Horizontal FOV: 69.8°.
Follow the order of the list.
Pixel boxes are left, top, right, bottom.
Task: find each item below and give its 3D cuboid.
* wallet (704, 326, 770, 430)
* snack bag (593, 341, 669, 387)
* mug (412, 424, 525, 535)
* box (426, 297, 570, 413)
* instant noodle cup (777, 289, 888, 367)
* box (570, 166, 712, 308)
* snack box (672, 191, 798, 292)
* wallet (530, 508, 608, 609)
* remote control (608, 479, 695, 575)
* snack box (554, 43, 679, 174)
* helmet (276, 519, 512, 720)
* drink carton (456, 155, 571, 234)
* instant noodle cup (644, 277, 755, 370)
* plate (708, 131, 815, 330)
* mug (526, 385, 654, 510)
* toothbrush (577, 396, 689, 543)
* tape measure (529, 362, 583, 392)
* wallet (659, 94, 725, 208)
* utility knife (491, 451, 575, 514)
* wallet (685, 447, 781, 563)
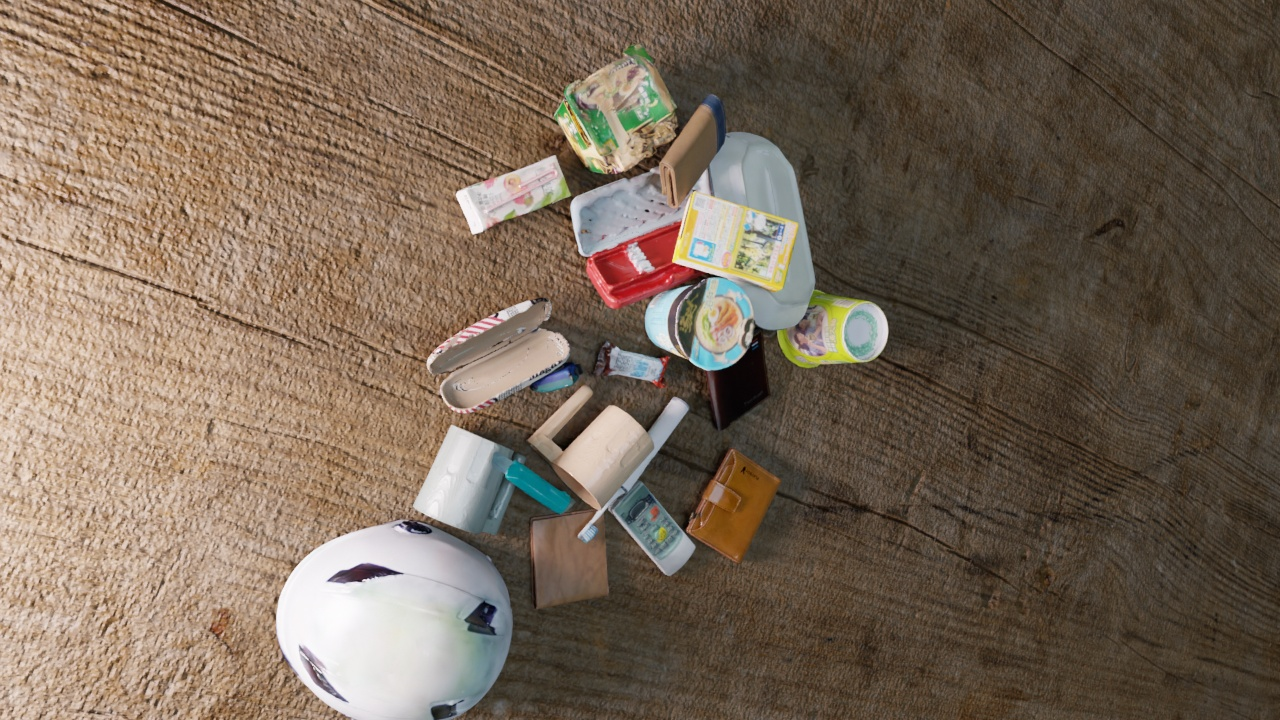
[{"bbox_3d":[0.130,0.024,1.222,0.096,0.020,0.122,-29,130,-21],"label":"wallet"},{"bbox_3d":[-0.007,0.007,1.168,0.105,0.026,0.045,12,98,-26],"label":"snack bag"},{"bbox_3d":[-0.191,0.142,1.068,0.124,0.084,0.103,32,78,-53],"label":"mug"},{"bbox_3d":[-0.159,-0.004,1.063,0.161,0.076,0.086,-30,77,-23],"label":"box"},{"bbox_3d":[0.267,-0.041,1.247,0.111,0.123,0.112,-3,96,-27],"label":"instant noodle cup"},{"bbox_3d":[0.017,-0.161,1.148,0.200,0.069,0.157,-24,96,-24],"label":"box"},{"bbox_3d":[0.116,-0.144,1.121,0.140,0.034,0.087,15,84,-8],"label":"snack box"},{"bbox_3d":[-0.090,0.249,1.155,0.101,0.020,0.115,-5,94,-28],"label":"wallet"},{"bbox_3d":[0.017,0.221,1.205,0.056,0.019,0.135,-44,112,-17],"label":"remote control"},{"bbox_3d":[-0.038,-0.285,1.082,0.118,0.106,0.117,-37,108,-20],"label":"snack box"},{"bbox_3d":[-0.256,0.301,1.004,0.258,0.146,0.229,24,84,-26],"label":"helmet"},{"bbox_3d":[-0.146,-0.194,1.069,0.122,0.045,0.053,-26,105,-23],"label":"drink carton"},{"bbox_3d":[0.066,-0.047,1.147,0.111,0.121,0.111,-2,95,-25],"label":"instant noodle cup"},{"bbox_3d":[0.168,-0.172,1.192,0.161,0.034,0.265,-7,86,-42],"label":"plate"},{"bbox_3d":[-0.060,0.105,1.130,0.124,0.084,0.103,43,73,4],"label":"mug"},{"bbox_3d":[-0.010,0.139,1.174,0.026,0.027,0.220,36,74,6],"label":"toothbrush"},{"bbox_3d":[-0.100,0.022,1.106,0.058,0.054,0.025,-14,101,17],"label":"tape measure"},{"bbox_3d":[0.063,-0.250,1.105,0.033,0.090,0.115,26,71,17],"label":"wallet"},{"bbox_3d":[-0.126,0.145,1.085,0.029,0.013,0.185,-56,145,-11],"label":"utility knife"},{"bbox_3d":[0.122,0.195,1.251,0.119,0.035,0.130,35,79,-31],"label":"wallet"}]
